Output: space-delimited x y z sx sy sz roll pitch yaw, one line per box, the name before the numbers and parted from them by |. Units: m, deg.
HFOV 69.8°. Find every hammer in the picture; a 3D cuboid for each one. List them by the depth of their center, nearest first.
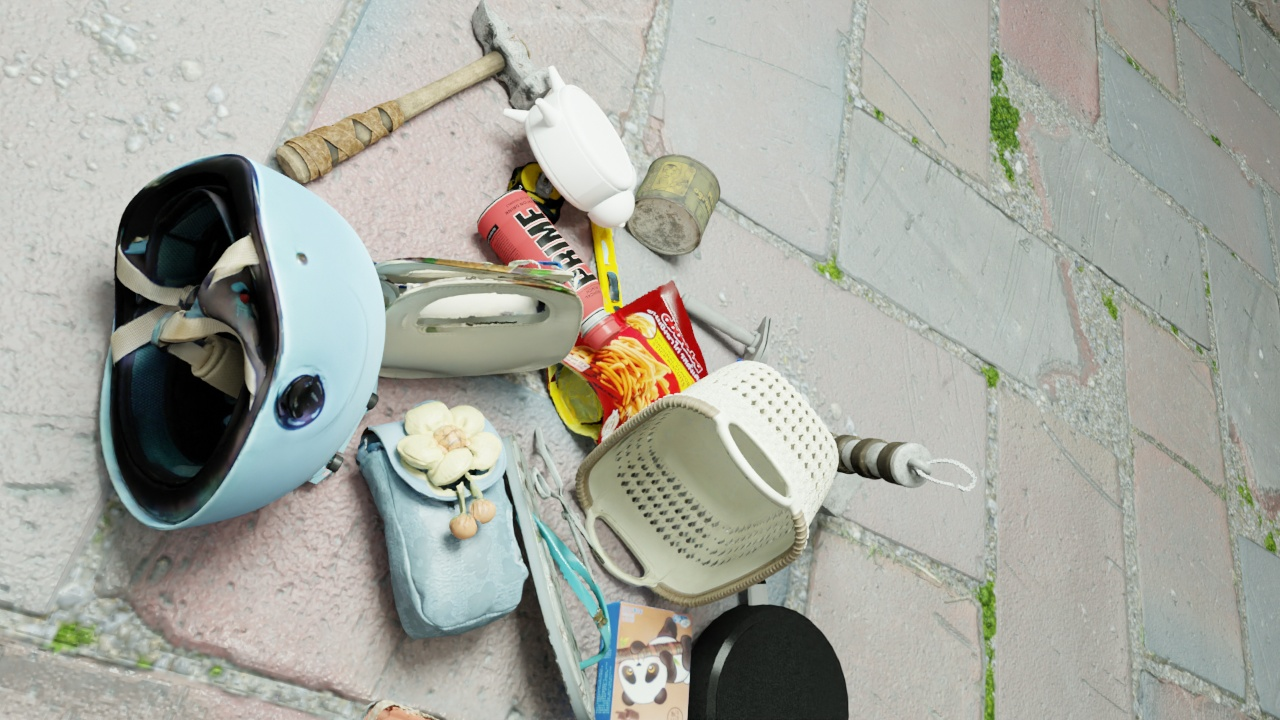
hammer | 0.199 0.092 0.908 0.177 0.327 0.079 39 78 -14
hammer | -0.225 -0.261 0.922 0.121 0.049 0.317 51 54 -5

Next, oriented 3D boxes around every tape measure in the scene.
tape measure | -0.110 -0.181 0.976 0.061 0.034 0.061 24 59 -27

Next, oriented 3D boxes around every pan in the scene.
pan | 0.129 0.279 0.955 0.203 0.044 0.355 7 73 -33

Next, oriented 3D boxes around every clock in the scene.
clock | -0.068 -0.218 0.972 0.161 0.073 0.125 50 23 -27

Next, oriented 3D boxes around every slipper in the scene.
slipper | -0.069 0.190 0.819 0.055 0.098 0.268 -18 80 -2

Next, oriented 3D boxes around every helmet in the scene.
helmet | -0.285 -0.006 0.675 0.166 0.226 0.265 18 85 -52

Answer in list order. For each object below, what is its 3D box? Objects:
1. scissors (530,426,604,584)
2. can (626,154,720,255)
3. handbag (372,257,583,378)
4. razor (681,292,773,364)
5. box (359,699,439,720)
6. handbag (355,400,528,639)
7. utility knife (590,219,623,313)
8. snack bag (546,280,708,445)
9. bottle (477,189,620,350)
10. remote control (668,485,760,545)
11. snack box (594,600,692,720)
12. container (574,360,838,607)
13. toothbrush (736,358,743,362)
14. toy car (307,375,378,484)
scissors | -0.073 0.128 0.854 0.141 0.014 0.174 58 6 -50
can | 0.038 -0.177 1.043 0.090 0.090 0.074 37 55 -19
handbag | -0.145 -0.054 0.789 0.200 0.200 0.093 -3 75 -21
razor | 0.096 -0.041 1.060 0.116 0.047 0.088 31 30 -5
box | -0.142 0.326 0.754 0.186 0.056 0.059 32 25 -24
handbag | -0.159 0.129 0.770 0.121 0.119 0.191 -3 69 -39
utility knife | -0.039 -0.111 1.013 0.030 0.017 0.151 7 66 -46
snack bag | -0.006 0.006 0.976 0.207 0.067 0.139 -25 87 -47
bottle | -0.087 -0.087 0.917 0.062 0.062 0.176 -34 81 -39
remote control | 0.090 0.170 0.998 0.136 0.011 0.050 39 55 -17
snack box | 0.003 0.311 0.868 0.087 0.034 0.151 19 63 -29
container | 0.063 0.112 0.854 0.184 0.247 0.142 51 47 1
toothbrush | 0.161 0.078 1.081 0.018 0.016 0.182 -29 90 -44
toy car | -0.269 0.051 0.781 0.060 0.028 0.107 32 67 -21
